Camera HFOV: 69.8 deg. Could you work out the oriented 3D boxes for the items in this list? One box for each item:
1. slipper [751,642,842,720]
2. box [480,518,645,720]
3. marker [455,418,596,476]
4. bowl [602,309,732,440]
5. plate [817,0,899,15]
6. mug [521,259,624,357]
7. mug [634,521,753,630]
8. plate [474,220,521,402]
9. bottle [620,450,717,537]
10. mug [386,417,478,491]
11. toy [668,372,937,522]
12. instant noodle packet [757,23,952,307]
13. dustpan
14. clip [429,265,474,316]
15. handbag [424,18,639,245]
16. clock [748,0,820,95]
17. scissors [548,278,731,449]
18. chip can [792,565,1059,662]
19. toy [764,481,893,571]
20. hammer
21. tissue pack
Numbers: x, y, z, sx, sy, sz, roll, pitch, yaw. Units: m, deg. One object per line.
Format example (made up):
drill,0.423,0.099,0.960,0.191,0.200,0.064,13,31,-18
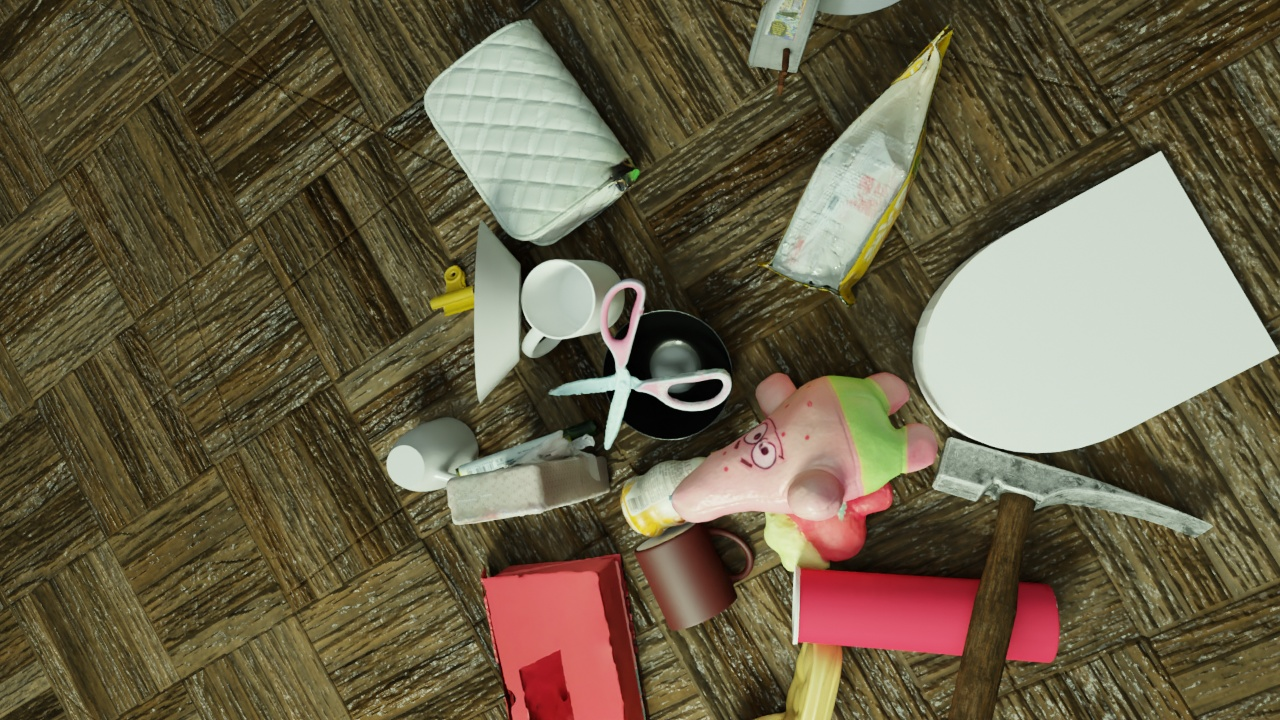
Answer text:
slipper,0.119,0.376,0.872,0.078,0.099,0.263,18,96,1
box,-0.108,0.314,1.060,0.148,0.375,0.213,-11,92,-15
marker,-0.114,0.090,0.923,0.146,0.017,0.017,-19,90,-11
bowl,0.030,0.010,0.885,0.124,0.052,0.124,2,99,12
plate,0.192,-0.401,0.815,0.178,0.012,0.178,2,96,17
mug,-0.075,-0.047,0.893,0.074,0.090,0.111,42,105,9
mug,0.058,0.200,0.895,0.105,0.073,0.082,-25,88,-11
plate,-0.134,-0.046,0.881,0.036,0.174,0.174,1,96,-6
bottle,0.036,0.126,0.891,0.109,0.063,0.063,-29,87,17
mug,-0.204,0.107,0.949,0.107,0.089,0.071,21,101,14
toy,0.135,0.082,0.812,0.237,0.191,0.097,-23,122,7
instant noodle packet,0.196,-0.157,0.760,0.084,0.162,0.222,31,104,12
dustpan,0.369,-0.028,0.798,0.258,0.053,0.191,-29,87,6
clip,-0.193,-0.073,0.962,0.054,0.048,0.046,-14,116,19
handbag,-0.107,-0.218,0.897,0.139,0.072,0.195,-34,85,9
clock,0.132,-0.317,0.799,0.056,0.104,0.148,19,96,4
scissors,0.004,0.013,0.846,0.175,0.013,0.171,14,110,1
chip can,0.249,0.226,0.819,0.221,0.069,0.069,2,96,9
toy,0.174,0.143,0.860,0.091,0.045,0.135,47,108,10
hammer,0.325,0.227,0.748,0.218,0.037,0.299,16,67,15
tissue pack,-0.096,0.110,0.871,0.104,0.181,0.071,-14,80,18
